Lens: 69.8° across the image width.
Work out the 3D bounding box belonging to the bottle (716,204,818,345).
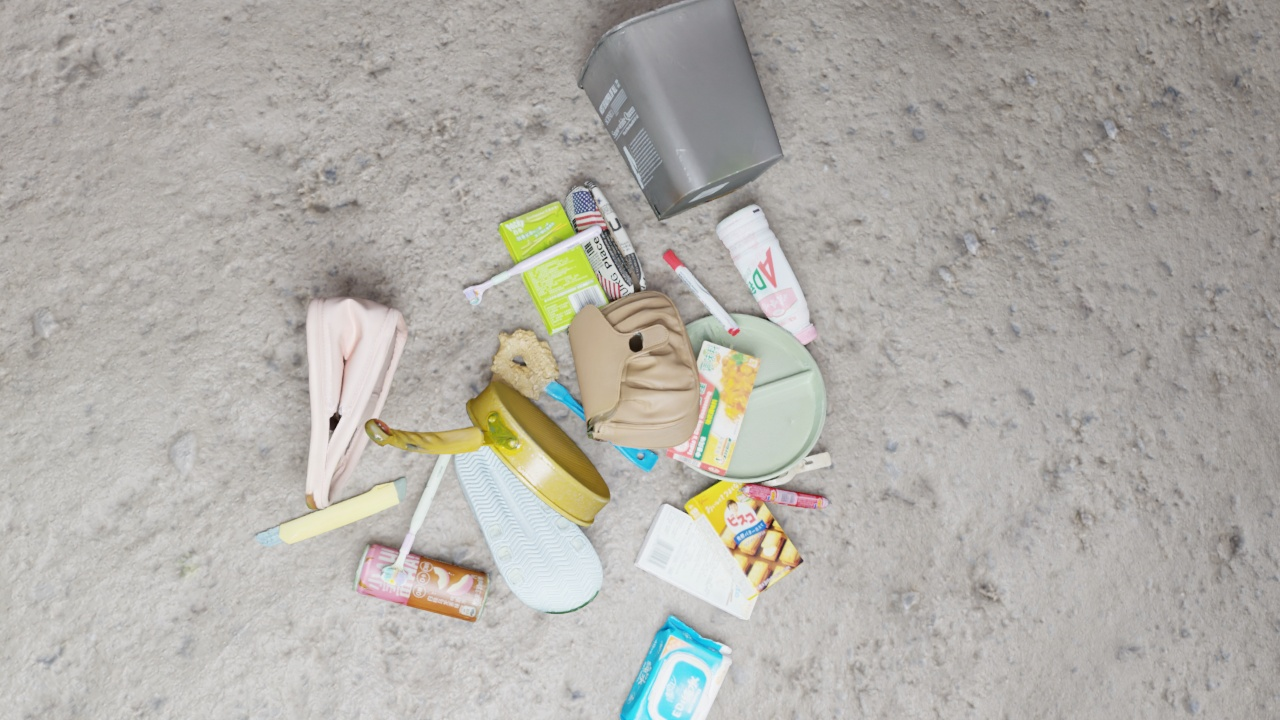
[{"bbox_3d":[0.174,-0.109,1.225,0.068,0.068,0.197,-28,88,-18],"label":"bottle"}]

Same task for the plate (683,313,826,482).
[{"bbox_3d":[0.123,0.048,1.175,0.230,0.027,0.229,1,68,-4],"label":"plate"}]

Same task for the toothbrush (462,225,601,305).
[{"bbox_3d":[-0.133,-0.122,1.144,0.189,0.029,0.021,-28,47,1],"label":"toothbrush"}]

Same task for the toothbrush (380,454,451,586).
[{"bbox_3d":[-0.249,0.169,1.053,0.029,0.020,0.189,24,51,-10],"label":"toothbrush"}]

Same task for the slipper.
[{"bbox_3d":[-0.140,0.192,1.081,0.104,0.074,0.245,-30,70,-17],"label":"slipper"}]

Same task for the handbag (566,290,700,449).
[{"bbox_3d":[-0.007,0.006,1.109,0.147,0.100,0.204,-12,54,-3],"label":"handbag"}]

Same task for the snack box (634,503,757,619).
[{"bbox_3d":[0.079,0.250,1.141,0.157,0.027,0.084,28,72,-7],"label":"snack box"}]

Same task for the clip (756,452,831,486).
[{"bbox_3d":[0.190,0.141,1.196,0.103,0.077,0.034,-11,79,-26],"label":"clip"}]

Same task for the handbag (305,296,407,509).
[{"bbox_3d":[-0.327,0.050,1.013,0.093,0.193,0.234,11,85,-9],"label":"handbag"}]

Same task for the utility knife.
[{"bbox_3d":[-0.353,0.178,1.058,0.176,0.019,0.031,-18,78,-20],"label":"utility knife"}]

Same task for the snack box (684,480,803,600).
[{"bbox_3d":[0.128,0.214,1.133,0.086,0.034,0.140,-23,69,-35],"label":"snack box"}]

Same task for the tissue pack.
[{"bbox_3d":[0.042,0.385,1.083,0.090,0.063,0.139,30,73,-6],"label":"tissue pack"}]

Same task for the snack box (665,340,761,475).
[{"bbox_3d":[0.091,0.058,1.138,0.077,0.027,0.155,18,68,4],"label":"snack box"}]

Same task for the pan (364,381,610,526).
[{"bbox_3d":[-0.154,0.092,0.969,0.078,0.357,0.197,-45,62,2],"label":"pan"}]

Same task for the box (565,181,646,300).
[{"bbox_3d":[-0.052,-0.150,1.178,0.076,0.075,0.163,-24,86,-13],"label":"box"}]

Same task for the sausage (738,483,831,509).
[{"bbox_3d":[0.186,0.174,1.165,0.155,0.020,0.020,14,74,-32],"label":"sausage"}]

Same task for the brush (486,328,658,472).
[{"bbox_3d":[-0.083,0.055,1.144,0.254,0.046,0.083,38,68,-7],"label":"brush"}]

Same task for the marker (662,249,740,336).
[{"bbox_3d":[0.080,-0.089,1.204,0.017,0.017,0.145,-35,73,-18],"label":"marker"}]

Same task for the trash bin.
[{"bbox_3d":[0.056,-0.319,1.184,0.198,0.199,0.219,-23,91,-16],"label":"trash bin"}]

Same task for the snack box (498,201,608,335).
[{"bbox_3d":[-0.111,-0.119,1.178,0.085,0.026,0.156,-25,85,-17],"label":"snack box"}]

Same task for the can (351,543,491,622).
[{"bbox_3d":[-0.248,0.254,1.045,0.147,0.058,0.057,17,74,-9],"label":"can"}]
